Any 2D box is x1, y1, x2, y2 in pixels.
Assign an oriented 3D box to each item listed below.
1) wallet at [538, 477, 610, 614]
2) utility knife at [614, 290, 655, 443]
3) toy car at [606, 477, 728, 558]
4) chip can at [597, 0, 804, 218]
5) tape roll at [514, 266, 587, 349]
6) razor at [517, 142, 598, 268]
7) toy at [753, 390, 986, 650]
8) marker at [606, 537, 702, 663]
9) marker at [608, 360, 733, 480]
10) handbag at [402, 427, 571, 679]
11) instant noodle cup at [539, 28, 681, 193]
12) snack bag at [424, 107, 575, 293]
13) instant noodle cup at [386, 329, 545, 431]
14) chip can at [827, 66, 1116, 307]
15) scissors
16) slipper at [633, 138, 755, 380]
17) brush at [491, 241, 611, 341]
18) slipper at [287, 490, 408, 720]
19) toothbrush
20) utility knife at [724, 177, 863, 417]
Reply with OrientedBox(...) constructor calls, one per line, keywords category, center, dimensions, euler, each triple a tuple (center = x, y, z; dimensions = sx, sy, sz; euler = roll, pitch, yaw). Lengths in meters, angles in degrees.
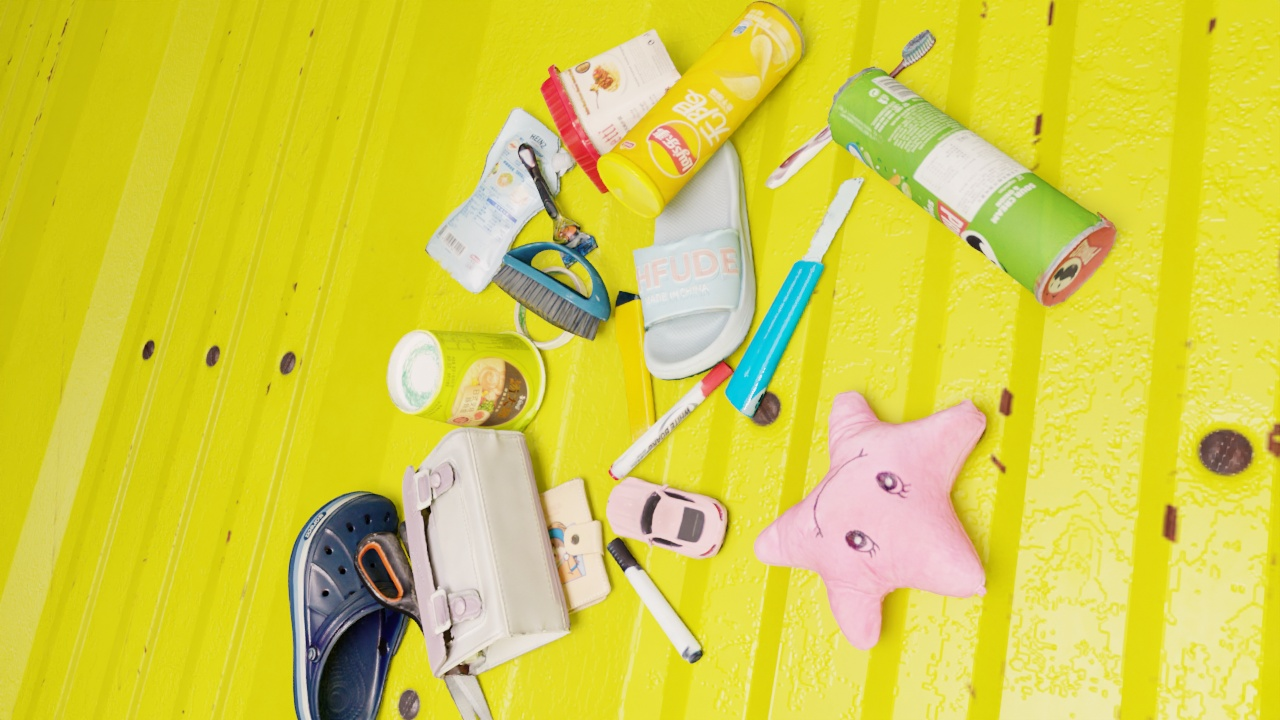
OrientedBox(category="wallet", center=(-0.069, 0.174, 0.849), dimensions=(0.087, 0.024, 0.115), euler=(-30, 60, 28))
OrientedBox(category="utility knife", center=(-0.005, 0.005, 0.862), dimensions=(0.033, 0.015, 0.156), euler=(-19, 67, 34))
OrientedBox(category="toy car", center=(0.019, 0.135, 0.794), dimensions=(0.122, 0.037, 0.056), euler=(9, 79, 36))
OrientedBox(category="chip can", center=(0.056, -0.223, 0.815), dimensions=(0.072, 0.072, 0.213), euler=(32, 73, 36))
OrientedBox(category="tape roll", center=(-0.092, -0.054, 0.937), dimensions=(0.086, 0.014, 0.085), euler=(-11, 70, 31))
OrientedBox(category="razor", center=(-0.094, -0.166, 0.946), dimensions=(0.043, 0.022, 0.142), euler=(-31, 77, 19))
OrientedBox(category="toy", center=(0.183, 0.109, 0.668), dimensions=(0.178, 0.074, 0.194), euler=(35, 96, 44))
OrientedBox(category="marker", center=(0.011, 0.204, 0.788), dimensions=(0.018, 0.023, 0.130), euler=(-30, 54, -16))
OrientedBox(category="marker", center=(0.026, 0.055, 0.818), dimensions=(0.145, 0.017, 0.017), euler=(-44, 57, 9))
OrientedBox(category="handbag", center=(-0.157, 0.179, 0.851), dimensions=(0.145, 0.098, 0.196), euler=(-41, 55, 39))
OrientedBox(category="instant noodle cup", center=(-0.015, -0.245, 0.892), dimensions=(0.124, 0.116, 0.116), euler=(-29, 61, 9))
OrientedBox(category="snack bag", center=(-0.153, -0.173, 0.999), dimensions=(0.110, 0.038, 0.191), euler=(43, 98, 34))
OrientedBox(category="instant noodle cup", center=(-0.175, 0.018, 0.894), dimensions=(0.112, 0.123, 0.111), euler=(-6, 80, 37))
OrientedBox(category="chip can", center=(0.245, -0.141, 0.707), dimensions=(0.072, 0.072, 0.236), euler=(-48, 56, 12))
OrientedBox(category="scissors", center=(-0.185, 0.251, 0.891), dimensions=(0.234, 0.152, 0.022), euler=(40, 141, 6))
OrientedBox(category="slipper", center=(0.045, -0.103, 0.825), dimensions=(0.104, 0.074, 0.245), euler=(-7, 70, 31))
OrientedBox(category="brush", center=(-0.082, -0.075, 0.893), dimensions=(0.144, 0.055, 0.073), euler=(31, 94, 36))
OrientedBox(category="slipper", center=(-0.287, 0.254, 0.915), dimensions=(0.095, 0.105, 0.252), euler=(-8, 72, 35))
OrientedBox(category="toothbrush", center=(0.181, -0.218, 0.805), dimensions=(0.188, 0.017, 0.016), euler=(-41, 57, 16))
OrientedBox(category="utility knife", center=(0.133, -0.057, 0.787), dimensions=(0.034, 0.018, 0.225), euler=(29, 94, 37))
